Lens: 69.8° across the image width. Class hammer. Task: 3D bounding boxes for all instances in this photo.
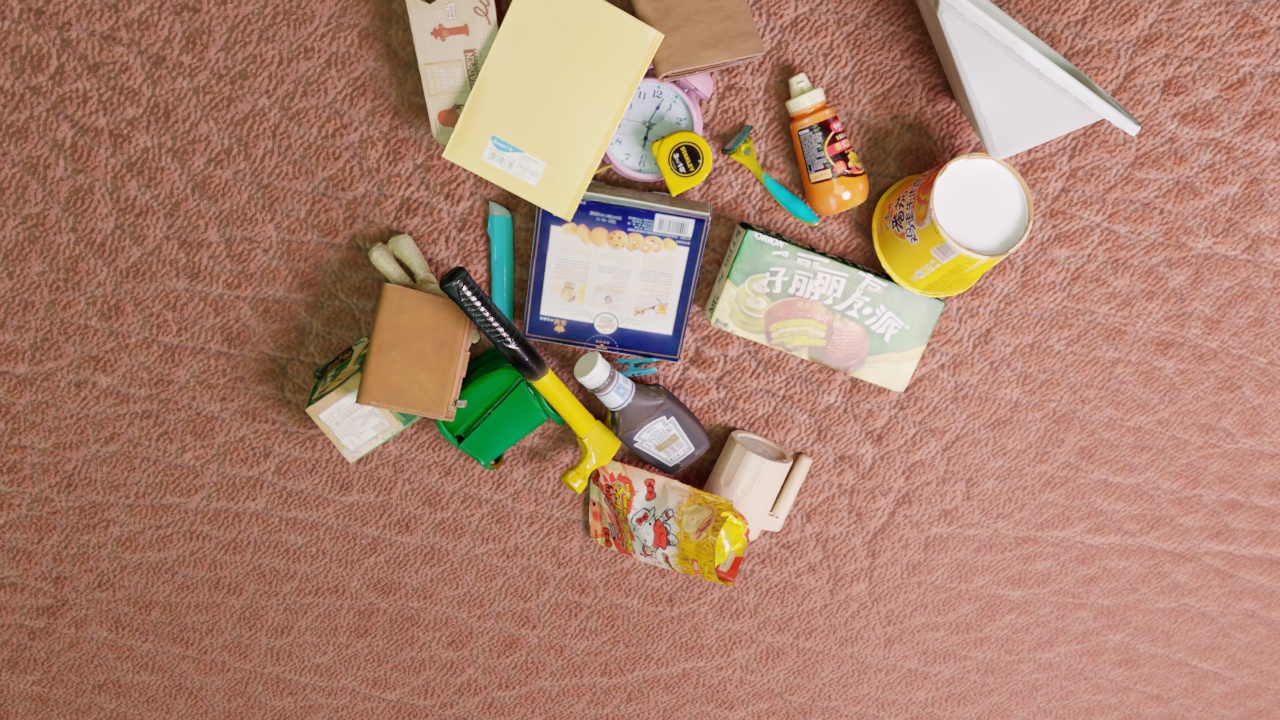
[{"bbox_3d":[-0.111,0.013,0.990,0.128,0.033,0.301,-53,128,-19],"label":"hammer"}]

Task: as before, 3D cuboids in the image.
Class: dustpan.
[{"bbox_3d":[0.356,-0.304,0.860,0.143,0.222,0.258,-23,119,19],"label":"dustpan"}]

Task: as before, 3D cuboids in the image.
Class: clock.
[{"bbox_3d":[0.012,-0.261,0.951,0.117,0.059,0.159,11,107,-5],"label":"clock"}]

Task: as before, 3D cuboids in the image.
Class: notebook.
[{"bbox_3d":[-0.088,-0.260,0.899,0.146,0.010,0.206,26,106,-8],"label":"notebook"}]

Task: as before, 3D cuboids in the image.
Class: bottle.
[{"bbox_3d":[0.189,-0.229,0.964,0.067,0.066,0.149,-21,101,7],"label":"bottle"},{"bbox_3d":[-0.001,0.057,1.029,0.080,0.044,0.195,-38,128,12],"label":"bottle"}]

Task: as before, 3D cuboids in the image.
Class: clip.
[{"bbox_3d":[-0.006,0.008,1.026,0.057,0.014,0.047,-7,66,29],"label":"clip"}]

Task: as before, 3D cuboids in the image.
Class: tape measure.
[{"bbox_3d":[0.043,-0.203,0.925,0.057,0.029,0.060,-24,108,7],"label":"tape measure"}]

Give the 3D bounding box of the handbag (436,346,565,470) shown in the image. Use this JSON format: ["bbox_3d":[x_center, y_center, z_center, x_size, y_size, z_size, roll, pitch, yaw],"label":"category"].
[{"bbox_3d":[-0.164,0.057,1.060,0.131,0.068,0.120,-35,114,9],"label":"handbag"}]

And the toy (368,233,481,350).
[{"bbox_3d":[-0.242,-0.068,1.021,0.104,0.066,0.157,-40,104,-32],"label":"toy"}]

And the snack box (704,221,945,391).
[{"bbox_3d":[0.201,-0.059,1.017,0.240,0.063,0.114,20,106,-6],"label":"snack box"}]

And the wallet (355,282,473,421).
[{"bbox_3d":[-0.229,-0.006,0.974,0.119,0.035,0.130,15,82,-27],"label":"wallet"}]

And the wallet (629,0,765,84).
[{"bbox_3d":[0.056,-0.335,0.915,0.115,0.020,0.101,-15,79,-11],"label":"wallet"}]

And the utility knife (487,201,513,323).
[{"bbox_3d":[-0.157,-0.103,1.030,0.029,0.013,0.151,3,111,2],"label":"utility knife"}]

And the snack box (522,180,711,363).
[{"bbox_3d":[-0.028,-0.097,0.998,0.178,0.045,0.183,10,120,-3],"label":"snack box"}]

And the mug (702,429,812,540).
[{"bbox_3d":[0.138,0.149,1.086,0.124,0.084,0.104,13,108,-30],"label":"mug"}]

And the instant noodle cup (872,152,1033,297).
[{"bbox_3d":[0.323,-0.143,0.939,0.138,0.110,0.138,1,81,-9],"label":"instant noodle cup"}]

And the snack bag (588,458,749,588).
[{"bbox_3d":[0.022,0.185,1.057,0.208,0.073,0.129,12,114,37],"label":"snack bag"}]

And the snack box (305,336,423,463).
[{"bbox_3d":[-0.310,0.048,1.031,0.118,0.105,0.118,-33,104,11],"label":"snack box"}]

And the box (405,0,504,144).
[{"bbox_3d":[-0.180,-0.313,0.931,0.091,0.080,0.168,-6,115,1],"label":"box"}]

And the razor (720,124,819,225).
[{"bbox_3d":[0.144,-0.193,0.990,0.132,0.028,0.043,43,72,-11],"label":"razor"}]
